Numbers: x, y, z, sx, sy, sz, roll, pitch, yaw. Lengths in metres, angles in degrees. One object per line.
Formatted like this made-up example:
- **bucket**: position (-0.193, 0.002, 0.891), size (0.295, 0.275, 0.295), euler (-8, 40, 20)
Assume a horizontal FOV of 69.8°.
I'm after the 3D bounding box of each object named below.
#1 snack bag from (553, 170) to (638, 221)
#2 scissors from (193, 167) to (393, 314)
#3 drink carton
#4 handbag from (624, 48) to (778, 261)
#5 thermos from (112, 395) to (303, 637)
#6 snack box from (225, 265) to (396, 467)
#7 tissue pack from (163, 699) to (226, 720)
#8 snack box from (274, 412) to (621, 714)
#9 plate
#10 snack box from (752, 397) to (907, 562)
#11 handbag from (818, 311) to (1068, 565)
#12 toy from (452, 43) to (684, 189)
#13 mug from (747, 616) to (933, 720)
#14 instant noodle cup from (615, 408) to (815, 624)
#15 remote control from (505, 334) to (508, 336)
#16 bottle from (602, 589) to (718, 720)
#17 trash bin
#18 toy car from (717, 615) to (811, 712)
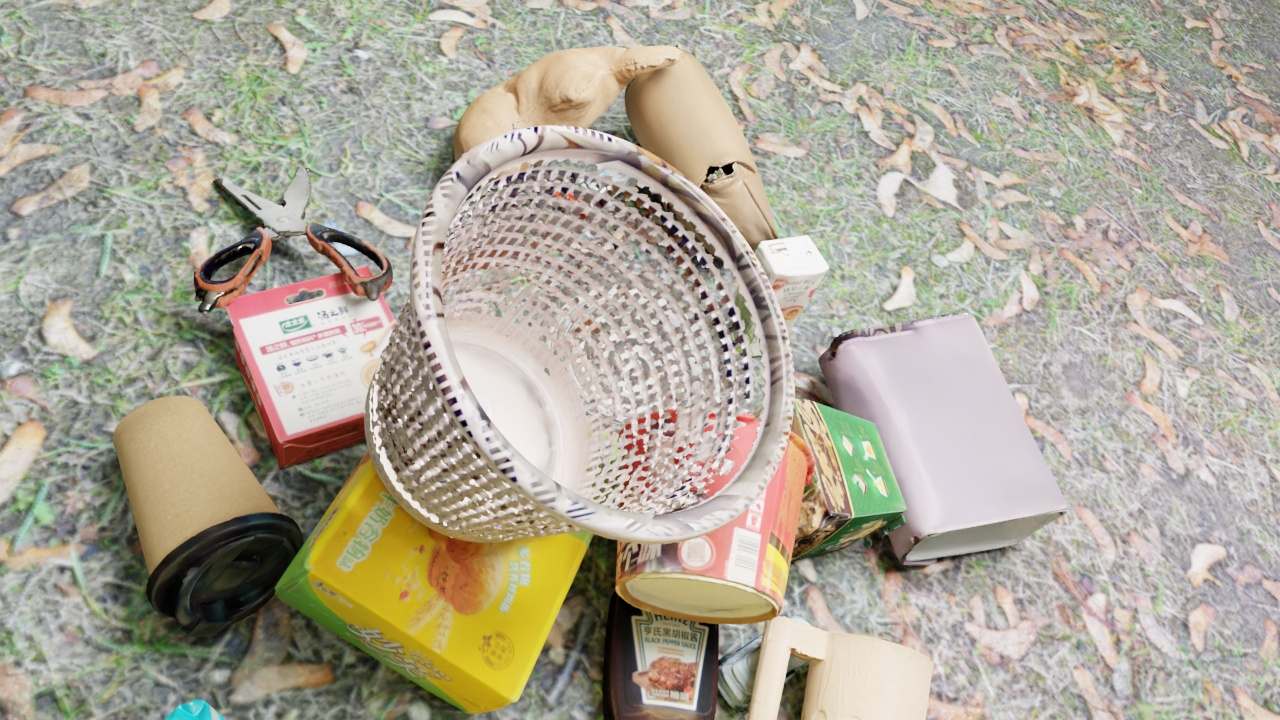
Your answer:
- **snack bag**: position (-0.038, -0.170, 0.894), size (0.045, 0.026, 0.105), euler (36, 51, 18)
- **scissors**: position (-0.278, -0.098, 0.726), size (0.189, 0.015, 0.226), euler (9, 39, 2)
- **drink carton**: position (0.112, -0.054, 0.807), size (0.053, 0.123, 0.045), euler (-10, 59, -23)
- **handbag**: position (0.053, -0.193, 0.876), size (0.100, 0.148, 0.204), euler (-27, 61, 8)
- **thermos**: position (-0.283, 0.094, 0.588), size (0.092, 0.093, 0.143), euler (-24, 59, -31)
- **snack box**: position (-0.236, 0.002, 0.691), size (0.113, 0.044, 0.127), euler (-18, 66, -29)
- **tissue pack**: position (-0.259, 0.265, 0.496), size (0.093, 0.050, 0.133), euler (34, 53, 4)
- **snack box**: position (-0.116, 0.103, 0.621), size (0.157, 0.070, 0.209), euler (38, 50, -15)
- **plate**: position (-0.004, 0.004, 0.757), size (0.179, 0.024, 0.179), euler (10, 57, -15)
- **snack box**: position (0.136, 0.096, 0.727), size (0.105, 0.119, 0.117), euler (6, 55, -31)
- **handbag**: position (0.249, 0.066, 0.788), size (0.144, 0.099, 0.196), euler (-2, 59, -24)
- **toy**: position (-0.072, -0.238, 0.834), size (0.226, 0.082, 0.143), euler (-33, 31, 3)
- **mug**: position (0.132, 0.242, 0.622), size (0.124, 0.084, 0.103), euler (21, 64, -10)
- **instant noodle cup**: position (0.043, 0.108, 0.612), size (0.138, 0.138, 0.108), euler (15, 60, -9)
- **remote control**: position (-0.069, 0.030, 0.748), size (0.136, 0.020, 0.055), euler (34, 51, 5)
- **bottle**: position (0.017, 0.176, 0.663), size (0.080, 0.044, 0.194), euler (12, 53, -10)
- **trash bin**: position (-0.058, 0.012, 0.530), size (0.227, 0.193, 0.227), euler (17, 59, -30)
- **toy car**: position (0.095, 0.218, 0.668), size (0.090, 0.034, 0.043), euler (-21, 63, -32)
